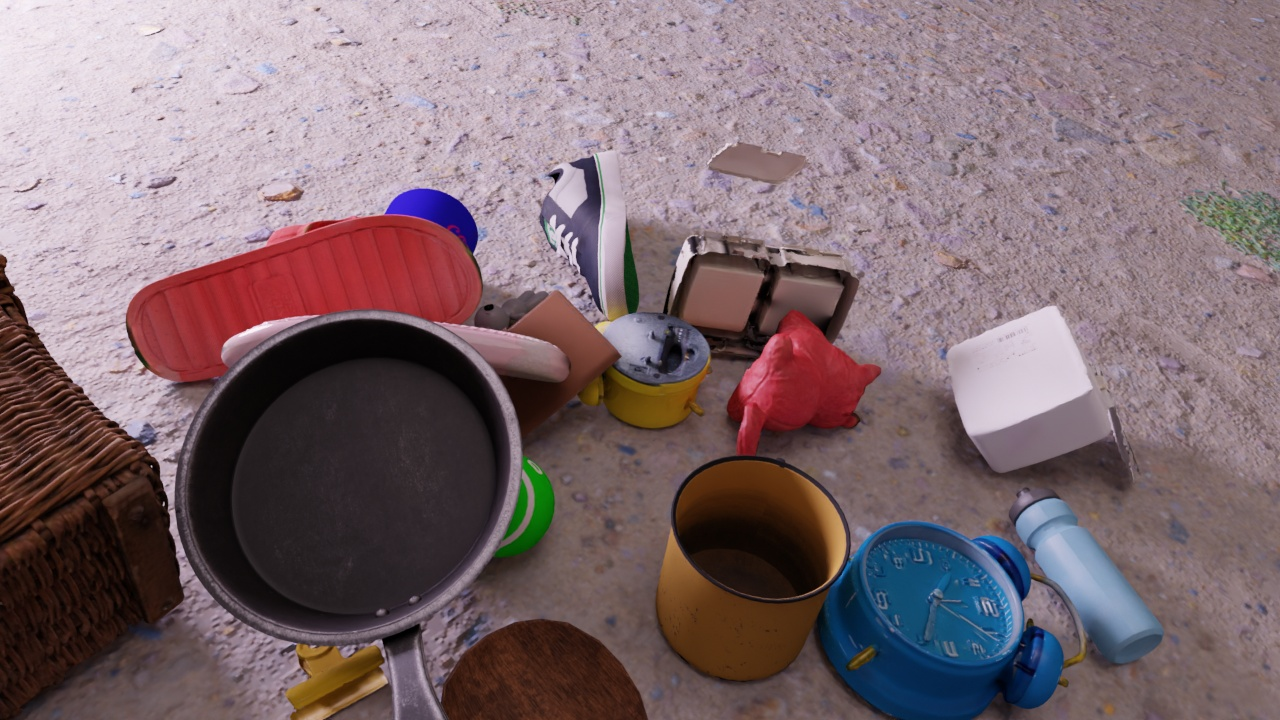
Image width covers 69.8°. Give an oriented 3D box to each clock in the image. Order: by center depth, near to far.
[{"bbox_3d":[0.189,0.155,0.558,0.161,0.060,0.116,4,41,-9],"label":"clock"},{"bbox_3d":[-0.004,0.004,0.695,0.119,0.057,0.083,12,41,2],"label":"clock"}]

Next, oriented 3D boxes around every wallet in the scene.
[{"bbox_3d":[-0.083,0.010,0.668,0.121,0.013,0.087,-40,56,-8],"label":"wallet"}]

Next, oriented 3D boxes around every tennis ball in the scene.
[{"bbox_3d":[-0.086,0.090,0.574,0.065,0.065,0.065,6,41,-5],"label":"tennis ball"}]

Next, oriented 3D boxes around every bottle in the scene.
[{"bbox_3d":[0.292,0.137,0.616,0.040,0.040,0.130,-5,43,-17],"label":"bottle"}]

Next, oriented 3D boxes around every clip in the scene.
[{"bbox_3d":[-0.170,0.172,0.502,0.054,0.044,0.049,-24,10,-32],"label":"clip"}]

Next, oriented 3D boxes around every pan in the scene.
[{"bbox_3d":[-0.128,0.133,0.476,0.187,0.055,0.356,-20,70,-8],"label":"pan"}]

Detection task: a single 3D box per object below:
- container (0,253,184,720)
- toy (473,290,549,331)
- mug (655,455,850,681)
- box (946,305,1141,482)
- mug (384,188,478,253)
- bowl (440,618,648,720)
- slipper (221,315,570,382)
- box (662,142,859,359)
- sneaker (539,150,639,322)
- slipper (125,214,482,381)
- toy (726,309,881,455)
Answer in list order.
[{"bbox_3d":[-0.368,0.097,0.445,0.183,0.163,0.249,33,45,17],"label":"container"},{"bbox_3d":[-0.119,-0.031,0.733,0.049,0.030,0.111,6,28,42],"label":"toy"},{"bbox_3d":[0.065,0.117,0.550,0.100,0.094,0.123,18,43,10],"label":"mug"},{"bbox_3d":[0.327,0.043,0.718,0.121,0.136,0.108,-25,35,24],"label":"box"},{"bbox_3d":[-0.196,-0.086,0.745,0.111,0.079,0.083,4,41,3],"label":"mug"},{"bbox_3d":[-0.051,0.195,0.488,0.101,0.026,0.114,-26,54,-28],"label":"bowl"},{"bbox_3d":[-0.157,0.003,0.611,0.221,0.107,0.055,2,85,-9],"label":"slipper"},{"bbox_3d":[0.103,-0.093,0.728,0.143,0.187,0.070,8,39,-13],"label":"box"},{"bbox_3d":[-0.048,-0.107,0.805,0.079,0.084,0.234,-9,39,0],"label":"sneaker"},{"bbox_3d":[-0.241,-0.048,0.675,0.248,0.103,0.059,-12,15,-5],"label":"slipper"},{"bbox_3d":[0.119,0.029,0.679,0.094,0.088,0.132,34,46,10],"label":"toy"}]
